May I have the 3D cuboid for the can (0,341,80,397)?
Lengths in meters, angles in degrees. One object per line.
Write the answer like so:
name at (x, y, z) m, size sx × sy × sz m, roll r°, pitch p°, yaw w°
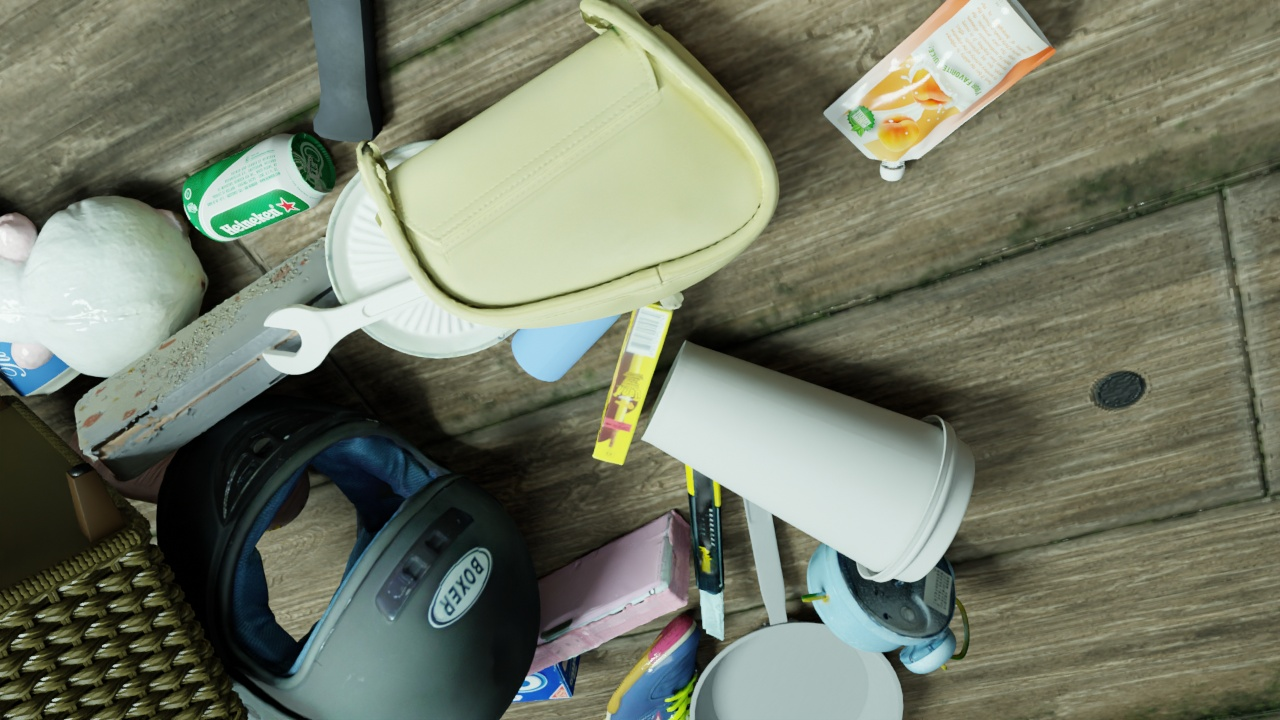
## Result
can at (-0.494, -0.045, 0.708) m, size 0.079 × 0.078 × 0.146 m, roll -22°, pitch 120°, yaw 22°

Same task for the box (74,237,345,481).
box at (-0.291, -0.001, 0.657) m, size 0.216 × 0.081 × 0.063 m, roll -37°, pitch 122°, yaw -9°

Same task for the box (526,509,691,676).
box at (-0.054, 0.218, 0.828) m, size 0.233 × 0.098 × 0.037 m, roll -31°, pitch 120°, yaw 28°

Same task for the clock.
clock at (0.210, 0.190, 0.755) m, size 0.162 × 0.117 × 0.060 m, roll 31°, pitch 135°, yaw -6°

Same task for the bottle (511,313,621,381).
bottle at (-0.039, -0.041, 0.665) m, size 0.048 × 0.048 × 0.131 m, roll 35°, pitch 122°, yaw -17°

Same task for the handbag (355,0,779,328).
handbag at (-0.044, -0.105, 0.574) m, size 0.233 × 0.088 × 0.191 m, roll -30°, pitch 91°, yaw 7°

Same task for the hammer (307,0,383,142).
hammer at (-0.188, -0.277, 0.529) m, size 0.139 × 0.035 × 0.313 m, roll 7°, pitch 126°, yaw 1°

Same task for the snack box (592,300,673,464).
snack box at (-0.004, 0.004, 0.685) m, size 0.025 × 0.061 × 0.149 m, roll 15°, pitch 126°, yaw -3°

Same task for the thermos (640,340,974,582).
thermos at (0.118, 0.067, 0.682) m, size 0.222 × 0.131 × 0.132 m, roll 24°, pitch 125°, yaw 0°

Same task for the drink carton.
drink carton at (0.178, -0.167, 0.558) m, size 0.069 × 0.038 × 0.122 m, roll 38°, pitch 128°, yaw -18°

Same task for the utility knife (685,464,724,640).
utility knife at (0.058, 0.154, 0.784) m, size 0.029 × 0.020 × 0.213 m, roll -2°, pitch 114°, yaw 10°

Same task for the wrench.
wrench at (-0.129, -0.057, 0.628) m, size 0.273 × 0.009 × 0.047 m, roll -22°, pitch 117°, yaw -4°

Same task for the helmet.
helmet at (-0.201, 0.183, 0.721) m, size 0.236 × 0.248 × 0.317 m, roll 16°, pitch 135°, yaw 24°

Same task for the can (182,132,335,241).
can at (-0.267, -0.120, 0.638) m, size 0.101 × 0.053 × 0.053 m, roll -17°, pitch 121°, yaw 19°

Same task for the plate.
plate at (-0.137, -0.076, 0.640) m, size 0.156 × 0.014 × 0.157 m, roll -8°, pitch 116°, yaw -17°

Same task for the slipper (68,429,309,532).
slipper at (-0.386, 0.098, 0.800) m, size 0.197 × 0.093 × 0.082 m, roll 18°, pitch 146°, yaw -6°

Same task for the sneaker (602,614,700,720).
sneaker at (0.025, 0.342, 0.907) m, size 0.091 × 0.116 × 0.242 m, roll 36°, pitch 132°, yaw 17°

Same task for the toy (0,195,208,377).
toy at (-0.412, -0.049, 0.664) m, size 0.179 × 0.101 × 0.139 m, roll -2°, pitch 116°, yaw -15°

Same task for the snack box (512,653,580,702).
snack box at (-0.177, 0.313, 0.933) m, size 0.227 × 0.059 × 0.059 m, roll -11°, pitch 119°, yaw 15°

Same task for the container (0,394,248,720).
container at (-0.438, 0.143, 0.608) m, size 0.321 × 0.176 × 0.205 m, roll 19°, pitch 126°, yaw 40°

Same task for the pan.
pan at (0.131, 0.258, 0.850) m, size 0.201 × 0.050 × 0.357 m, roll -12°, pitch 108°, yaw 3°
